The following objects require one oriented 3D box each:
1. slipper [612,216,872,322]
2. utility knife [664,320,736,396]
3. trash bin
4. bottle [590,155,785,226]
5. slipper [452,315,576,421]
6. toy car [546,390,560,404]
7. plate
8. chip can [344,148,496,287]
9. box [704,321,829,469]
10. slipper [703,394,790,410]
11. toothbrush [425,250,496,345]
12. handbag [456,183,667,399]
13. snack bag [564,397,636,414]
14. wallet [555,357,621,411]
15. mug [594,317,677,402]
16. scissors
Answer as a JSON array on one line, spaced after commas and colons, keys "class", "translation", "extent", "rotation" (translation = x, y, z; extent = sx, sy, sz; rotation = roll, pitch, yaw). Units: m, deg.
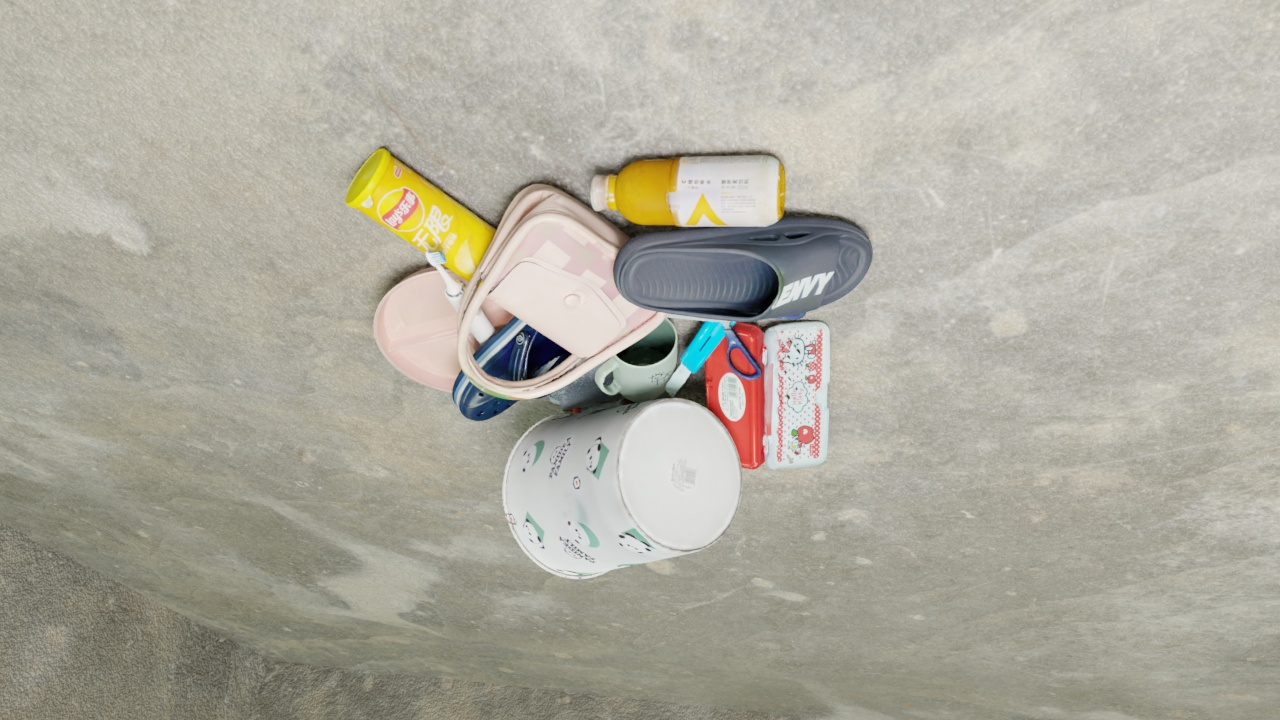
[{"class": "slipper", "translation": [0.108, -0.077, 0.928], "extent": [0.268, 0.083, 0.111], "rotation": [-3, 131, -7]}, {"class": "utility knife", "translation": [0.080, -0.024, 1.098], "extent": [0.034, 0.018, 0.192], "rotation": [26, 124, -12]}, {"class": "trash bin", "translation": [-0.020, 0.158, 1.169], "extent": [0.229, 0.229, 0.253], "rotation": [28, 154, -25]}, {"class": "bottle", "translation": [0.045, -0.166, 0.902], "extent": [0.190, 0.067, 0.068], "rotation": [2, 147, 14]}, {"class": "slipper", "translation": [-0.127, 0.000, 1.121], "extent": [0.105, 0.095, 0.253], "rotation": [12, 132, -46]}, {"class": "toy car", "translation": [-0.114, 0.036, 1.300], "extent": [0.049, 0.031, 0.106], "rotation": [2, 147, 16]}, {"class": "plate", "translation": [-0.224, -0.038, 1.180], "extent": [0.229, 0.028, 0.230], "rotation": [0, 138, -1]}, {"class": "chip can", "translation": [-0.216, -0.144, 1.016], "extent": [0.213, 0.071, 0.072], "rotation": [33, 142, -33]}, {"class": "box", "translation": [0.156, 0.045, 1.141], "extent": [0.161, 0.060, 0.201], "rotation": [2, 117, 14]}, {"class": "slipper", "translation": [0.120, 0.078, 1.250], "extent": [0.191, 0.081, 0.091], "rotation": [-30, 122, 25]}, {"class": "toothbrush", "translation": [-0.204, -0.068, 1.057], "extent": [0.026, 0.026, 0.221], "rotation": [-9, 155, 4]}, {"class": "handbag", "translation": [-0.102, -0.055, 1.002], "extent": [0.193, 0.093, 0.234], "rotation": [34, 107, -29]}, {"class": "snack bag", "translation": [-0.056, 0.078, 1.329], "extent": [0.105, 0.026, 0.045], "rotation": [-9, 117, 4]}, {"class": "wallet", "translation": [-0.070, 0.022, 1.249], "extent": [0.097, 0.019, 0.121], "rotation": [-16, 146, -5]}, {"class": "mug", "translation": [-0.007, 0.007, 1.153], "extent": [0.111, 0.082, 0.106], "rotation": [-31, 154, -16]}, {"class": "scissors", "translation": [0.108, -0.044, 1.061], "extent": [0.176, 0.012, 0.162], "rotation": [-8, 122, 12]}]
